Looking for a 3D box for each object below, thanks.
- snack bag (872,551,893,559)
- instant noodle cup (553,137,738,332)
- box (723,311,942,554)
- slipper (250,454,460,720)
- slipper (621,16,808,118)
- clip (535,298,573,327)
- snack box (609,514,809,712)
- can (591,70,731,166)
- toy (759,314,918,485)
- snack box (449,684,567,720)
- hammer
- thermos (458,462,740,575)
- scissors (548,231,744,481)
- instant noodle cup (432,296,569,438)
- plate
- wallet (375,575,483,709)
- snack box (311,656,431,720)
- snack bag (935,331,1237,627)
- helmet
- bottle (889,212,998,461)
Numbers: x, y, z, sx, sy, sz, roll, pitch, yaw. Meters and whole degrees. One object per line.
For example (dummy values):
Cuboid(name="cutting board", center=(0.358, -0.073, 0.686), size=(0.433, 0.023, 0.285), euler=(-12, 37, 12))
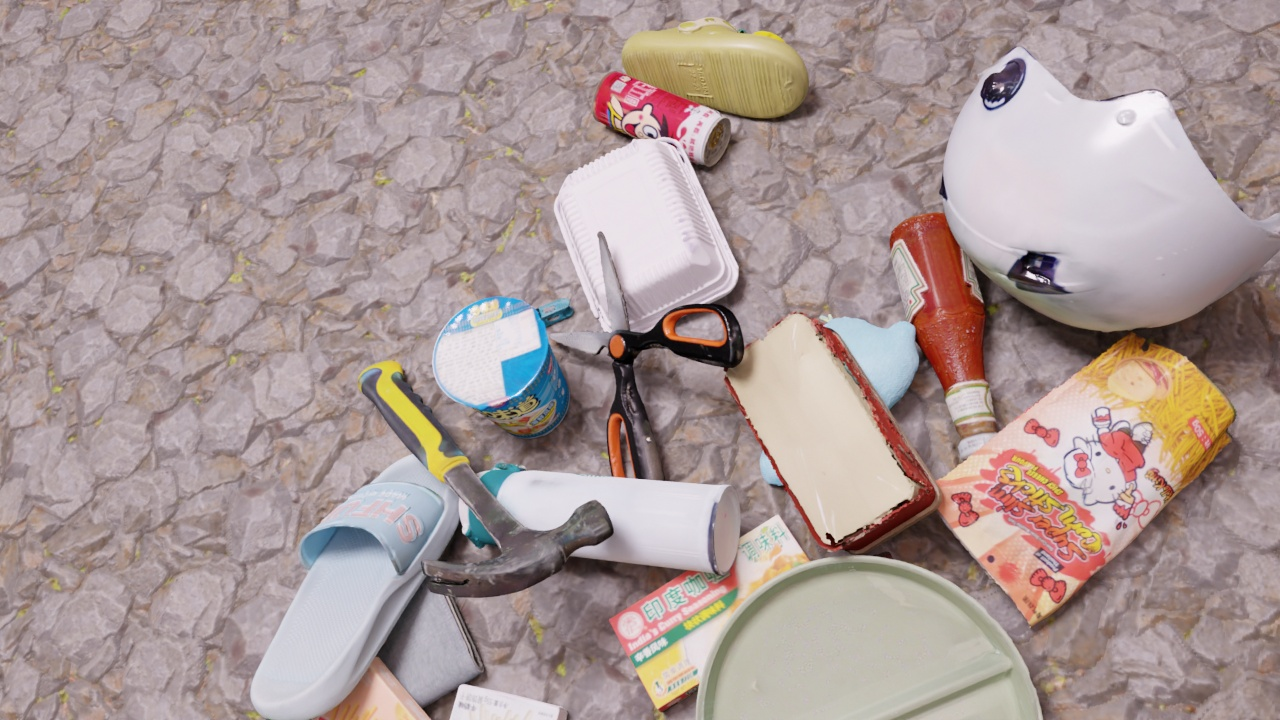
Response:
Cuboid(name="snack bag", center=(0.184, 0.193, 0.672), size=(0.048, 0.026, 0.104), euler=(-19, 63, -1))
Cuboid(name="instant noodle cup", center=(-0.005, -0.118, 0.823), size=(0.138, 0.060, 0.173), euler=(-26, 67, 10))
Cuboid(name="box", center=(0.136, 0.050, 0.673), size=(0.091, 0.077, 0.168), euler=(-39, 61, 20))
Cuboid(name="slipper", center=(-0.227, 0.162, 0.720), size=(0.104, 0.074, 0.244), euler=(-4, 41, 27))
Cuboid(name="slipper", center=(0.075, -0.298, 0.893), size=(0.191, 0.092, 0.081), euler=(13, 66, 22))
Cuboid(name="clip", center=(-0.089, -0.040, 0.847), size=(0.057, 0.046, 0.014), euler=(-22, 62, 1))
Cuboid(name="snack box", center=(0.062, 0.192, 0.700), size=(0.155, 0.027, 0.077), euler=(-32, 61, -3))
Cuboid(name="can", center=(0.020, -0.236, 0.894), size=(0.133, 0.053, 0.053), euler=(29, 74, 23))
Cuboid(name="toy", center=(0.160, 0.035, 0.739), size=(0.161, 0.050, 0.156), euler=(-28, 66, 12))
Cuboid(name="snack box", center=(-0.114, 0.328, 0.677), size=(0.085, 0.027, 0.156), euler=(7, 67, 16))
Cuboid(name="hammer", center=(-0.159, 0.079, 0.733), size=(0.126, 0.032, 0.323), euler=(-27, 37, -24))
Cuboid(name="thermos", center=(-0.038, 0.120, 0.722), size=(0.225, 0.073, 0.073), euler=(2, 65, 23))
Cuboid(name="scissors", center=(-0.004, 0.004, 0.753), size=(0.231, 0.021, 0.221), euler=(6, 97, 47))
Cuboid(name="instant noodle cup", center=(-0.109, 0.015, 0.774), size=(0.099, 0.110, 0.099), euler=(-5, 64, 11))
Cuboid(name="plate", center=(0.153, 0.251, 0.630), size=(0.230, 0.027, 0.230), euler=(-3, 76, 10))
Cuboid(name="wallet", center=(-0.204, 0.235, 0.734), size=(0.129, 0.037, 0.106), euler=(-31, 64, -1))
Cuboid(name="snack box", center=(-0.231, 0.310, 0.687), size=(0.084, 0.026, 0.157), euler=(42, 88, 18))
Cuboid(name="snack bag", center=(0.321, 0.082, 0.668), size=(0.207, 0.073, 0.128), euler=(-38, 85, -6))
Cuboid(name="helmet", center=(0.324, -0.110, 0.690), size=(0.146, 0.229, 0.258), euler=(-57, 32, 14))
Cuboid(name="bottle", center=(0.251, -0.020, 0.740), size=(0.060, 0.060, 0.205), euler=(-11, 68, 7))
